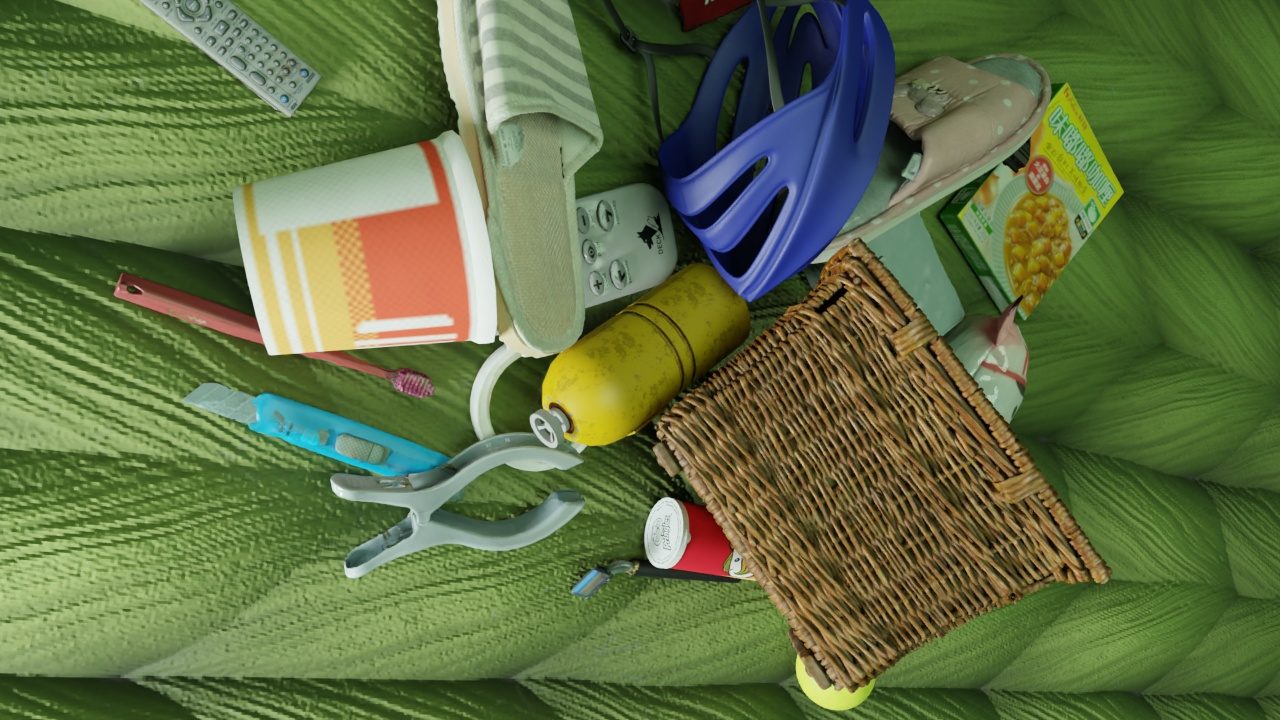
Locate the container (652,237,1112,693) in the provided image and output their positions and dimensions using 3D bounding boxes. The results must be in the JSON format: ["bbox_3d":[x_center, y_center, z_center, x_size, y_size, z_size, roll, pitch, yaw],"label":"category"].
[{"bbox_3d":[0.134,0.080,0.614,0.183,0.162,0.250,-34,83,-1],"label":"container"}]

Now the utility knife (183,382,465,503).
[{"bbox_3d":[-0.190,0.051,0.579,0.185,0.015,0.031,24,84,-27],"label":"utility knife"}]

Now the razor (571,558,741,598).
[{"bbox_3d":[0.017,0.162,0.701,0.144,0.043,0.022,7,53,-32],"label":"razor"}]

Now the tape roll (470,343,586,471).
[{"bbox_3d":[-0.070,0.029,0.634,0.093,0.018,0.094,-5,101,-26],"label":"tape roll"}]

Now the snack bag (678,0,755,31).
[{"bbox_3d":[0.056,-0.348,0.612,0.138,0.067,0.208,-31,113,-14],"label":"snack bag"}]

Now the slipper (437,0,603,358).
[{"bbox_3d":[-0.066,-0.137,0.555,0.114,0.054,0.272,-18,103,-64],"label":"slipper"}]

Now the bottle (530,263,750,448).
[{"bbox_3d":[-0.004,0.004,0.615,0.163,0.071,0.071,-36,113,-31],"label":"bottle"}]

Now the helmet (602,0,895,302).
[{"bbox_3d":[0.057,-0.177,0.587,0.227,0.148,0.241,26,78,-32],"label":"helmet"}]

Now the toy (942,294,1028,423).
[{"bbox_3d":[0.257,0.049,0.762,0.213,0.084,0.142,-61,151,0],"label":"toy"}]

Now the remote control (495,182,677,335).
[{"bbox_3d":[-0.044,-0.073,0.629,0.150,0.019,0.074,-19,107,-23],"label":"remote control"}]

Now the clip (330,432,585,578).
[{"bbox_3d":[-0.115,0.110,0.609,0.163,0.028,0.115,-8,113,-20],"label":"clip"}]

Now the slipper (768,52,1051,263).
[{"bbox_3d":[0.201,-0.167,0.692,0.274,0.114,0.054,-37,137,-15],"label":"slipper"}]

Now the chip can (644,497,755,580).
[{"bbox_3d":[0.108,0.151,0.726,0.214,0.052,0.052,15,91,-29],"label":"chip can"}]

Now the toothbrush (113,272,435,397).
[{"bbox_3d":[-0.213,-0.012,0.554,0.189,0.016,0.016,22,89,-28],"label":"toothbrush"}]

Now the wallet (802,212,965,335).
[{"bbox_3d":[0.193,-0.061,0.728,0.100,0.054,0.132,-36,110,-11],"label":"wallet"}]

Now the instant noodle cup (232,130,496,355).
[{"bbox_3d":[-0.157,-0.060,0.522,0.121,0.123,0.123,-12,104,-17],"label":"instant noodle cup"}]

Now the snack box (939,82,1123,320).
[{"bbox_3d":[0.351,-0.140,0.816,0.167,0.027,0.132,-49,116,-12],"label":"snack box"}]

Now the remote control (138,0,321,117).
[{"bbox_3d":[-0.244,-0.193,0.509,0.136,0.013,0.033,38,80,-27],"label":"remote control"}]

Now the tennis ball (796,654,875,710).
[{"bbox_3d":[0.163,0.257,0.764,0.065,0.065,0.065,-5,101,-27],"label":"tennis ball"}]

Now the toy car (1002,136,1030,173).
[{"bbox_3d":[0.306,-0.199,0.762,0.040,0.037,0.092,32,51,-26],"label":"toy car"}]
